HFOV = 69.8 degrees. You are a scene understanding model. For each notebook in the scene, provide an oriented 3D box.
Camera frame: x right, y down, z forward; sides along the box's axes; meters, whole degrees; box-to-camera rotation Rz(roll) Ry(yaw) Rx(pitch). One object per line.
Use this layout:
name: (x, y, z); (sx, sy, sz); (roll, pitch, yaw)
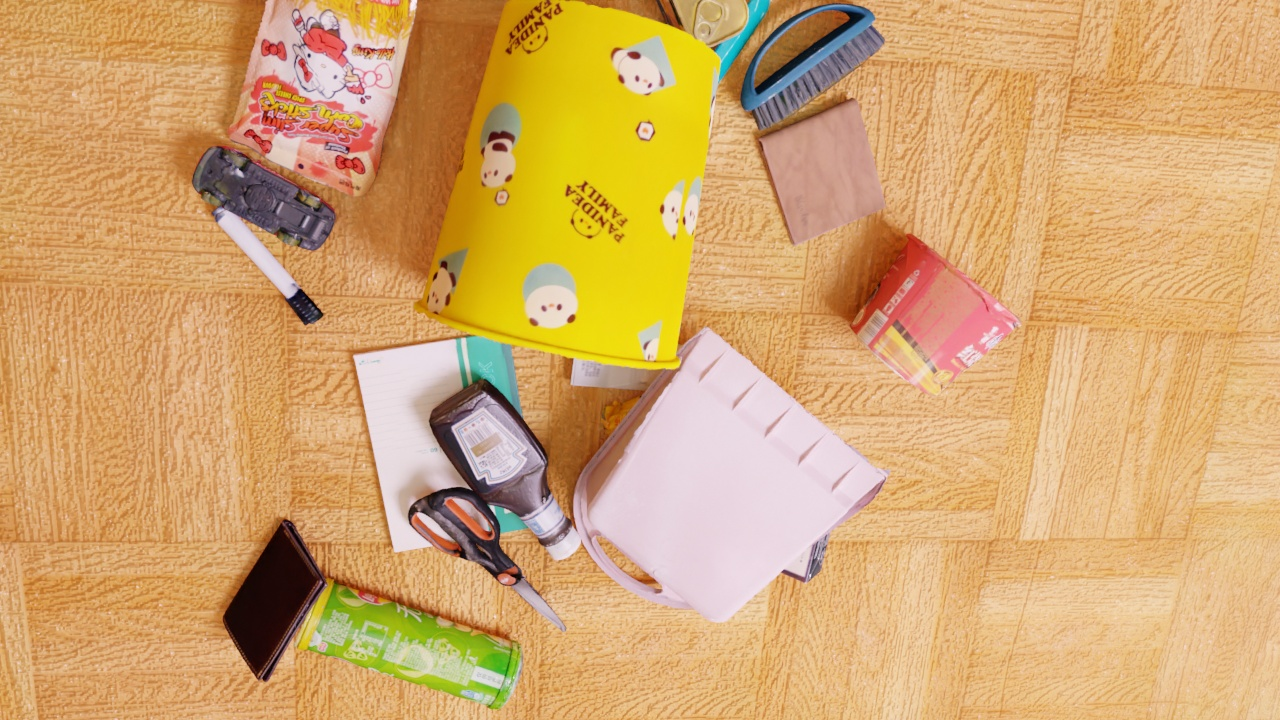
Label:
notebook: (-0.187, 0.082, 0.907); (0.150, 0.012, 0.209); (-9, 106, -7)

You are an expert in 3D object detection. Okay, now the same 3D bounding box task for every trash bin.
trash bin: (-0.050, -0.143, 0.766); (0.229, 0.229, 0.255); (12, 97, -12)

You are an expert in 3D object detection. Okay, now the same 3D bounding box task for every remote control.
remote control: (-0.005, 0.005, 0.907); (0.125, 0.024, 0.049); (5, 104, -9)

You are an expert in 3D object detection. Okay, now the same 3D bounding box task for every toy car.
toy car: (-0.329, -0.142, 0.806); (0.120, 0.045, 0.053); (30, 96, -20)

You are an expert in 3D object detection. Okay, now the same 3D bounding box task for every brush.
brush: (0.151, -0.277, 0.838); (0.144, 0.055, 0.073); (-35, 108, 2)

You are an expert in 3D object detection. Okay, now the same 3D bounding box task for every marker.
marker: (-0.339, -0.085, 0.834); (0.022, 0.018, 0.131); (-43, 108, -14)

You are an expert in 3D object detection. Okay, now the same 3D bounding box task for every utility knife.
utility knife: (0.078, -0.282, 0.846); (0.171, 0.013, 0.029); (-55, 140, 6)

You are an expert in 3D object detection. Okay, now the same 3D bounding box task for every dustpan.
dustpan: (0.057, 0.126, 0.892); (0.222, 0.139, 0.273); (42, 93, -2)

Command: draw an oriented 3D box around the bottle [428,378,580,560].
bottle: (-0.124, 0.113, 0.897); (0.080, 0.044, 0.195); (-32, 108, 3)

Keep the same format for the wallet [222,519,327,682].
wallet: (-0.353, 0.231, 0.885); (0.020, 0.096, 0.122); (21, 105, -54)

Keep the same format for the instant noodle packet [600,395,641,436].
instant noodle packet: (0.031, 0.085, 0.911); (0.111, 0.044, 0.128); (-18, 107, 23)

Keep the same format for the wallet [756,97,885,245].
wallet: (0.177, -0.181, 0.888); (0.101, 0.020, 0.115); (-24, 110, 0)

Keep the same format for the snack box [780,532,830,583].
snack box: (0.130, 0.148, 0.932); (0.126, 0.053, 0.113); (18, 105, 30)

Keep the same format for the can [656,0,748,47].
can: (0.045, -0.323, 0.795); (0.057, 0.083, 0.102); (-26, 107, -1)

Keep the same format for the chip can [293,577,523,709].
chip can: (-0.227, 0.287, 0.923); (0.221, 0.072, 0.072); (23, 100, -13)

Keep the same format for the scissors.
scissors: (-0.130, 0.205, 0.919); (0.235, 0.021, 0.125); (35, 124, -18)

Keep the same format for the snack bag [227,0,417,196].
snack bag: (-0.262, -0.250, 0.770); (0.128, 0.073, 0.208); (20, 118, -14)

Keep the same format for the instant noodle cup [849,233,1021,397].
instant noodle cup: (0.277, -0.040, 0.888); (0.138, 0.137, 0.109); (35, 106, -16)
